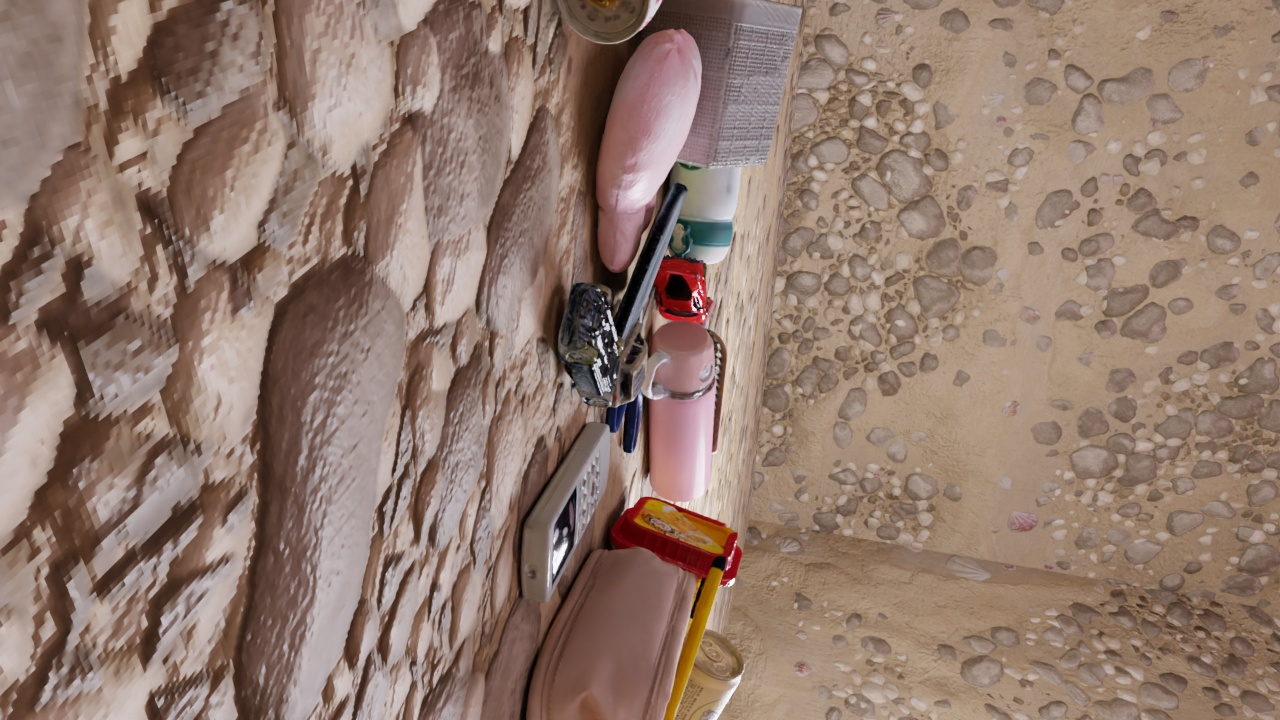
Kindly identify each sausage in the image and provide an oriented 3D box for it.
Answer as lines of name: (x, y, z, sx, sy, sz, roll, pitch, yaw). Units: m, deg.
sausage: (0.069, -0.034, 1.123, 0.155, 0.020, 0.020, -68, 163, -49)

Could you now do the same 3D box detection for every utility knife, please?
utility knife: (0.038, 0.218, 0.709, 0.033, 0.015, 0.153, 96, 15, -53)

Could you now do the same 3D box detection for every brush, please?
brush: (0.064, 0.033, 1.032, 0.073, 0.063, 0.145, 57, 39, -64)

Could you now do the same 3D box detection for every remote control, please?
remote control: (-0.046, 0.096, 0.609, 0.149, 0.021, 0.058, -61, 156, -64)

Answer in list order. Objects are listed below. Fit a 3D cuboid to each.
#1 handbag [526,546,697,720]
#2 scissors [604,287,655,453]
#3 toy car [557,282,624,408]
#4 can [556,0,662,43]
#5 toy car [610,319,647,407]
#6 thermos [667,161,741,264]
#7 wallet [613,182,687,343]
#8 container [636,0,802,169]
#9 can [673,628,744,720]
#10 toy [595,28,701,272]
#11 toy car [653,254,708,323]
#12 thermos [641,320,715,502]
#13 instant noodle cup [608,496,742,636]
handbag: (-0.032, 0.281, 0.710, 0.192, 0.093, 0.235, -59, 163, -65)
scissors: (-0.006, 0.006, 0.778, 0.174, 0.012, 0.163, -67, 161, -57)
toy car: (-0.032, -0.008, 0.573, 0.106, 0.031, 0.048, 74, 27, -62)
can: (-0.004, -0.223, 0.500, 0.132, 0.053, 0.053, -71, 165, -46)
toy car: (-0.012, 0.001, 0.683, 0.090, 0.035, 0.042, -66, 163, -62)
thermos: (0.061, -0.200, 0.830, 0.073, 0.073, 0.224, -51, 148, -69)
wallet: (0.005, -0.071, 0.669, 0.120, 0.019, 0.097, -70, -179, -62)
container: (0.050, -0.201, 0.658, 0.090, 0.090, 0.114, -17, 121, -48)
can: (0.038, 0.286, 0.771, 0.116, 0.058, 0.058, -65, 176, 23)
toy: (0.001, -0.135, 0.595, 0.121, 0.054, 0.160, -69, 175, -50)
toy car: (0.038, -0.061, 0.857, 0.106, 0.049, 0.031, 77, 24, -63)
thermos: (0.034, 0.057, 0.905, 0.087, 0.067, 0.199, -38, 144, -34)
instant noodle cup: (0.020, 0.204, 0.829, 0.116, 0.116, 0.124, -30, 139, -77)
